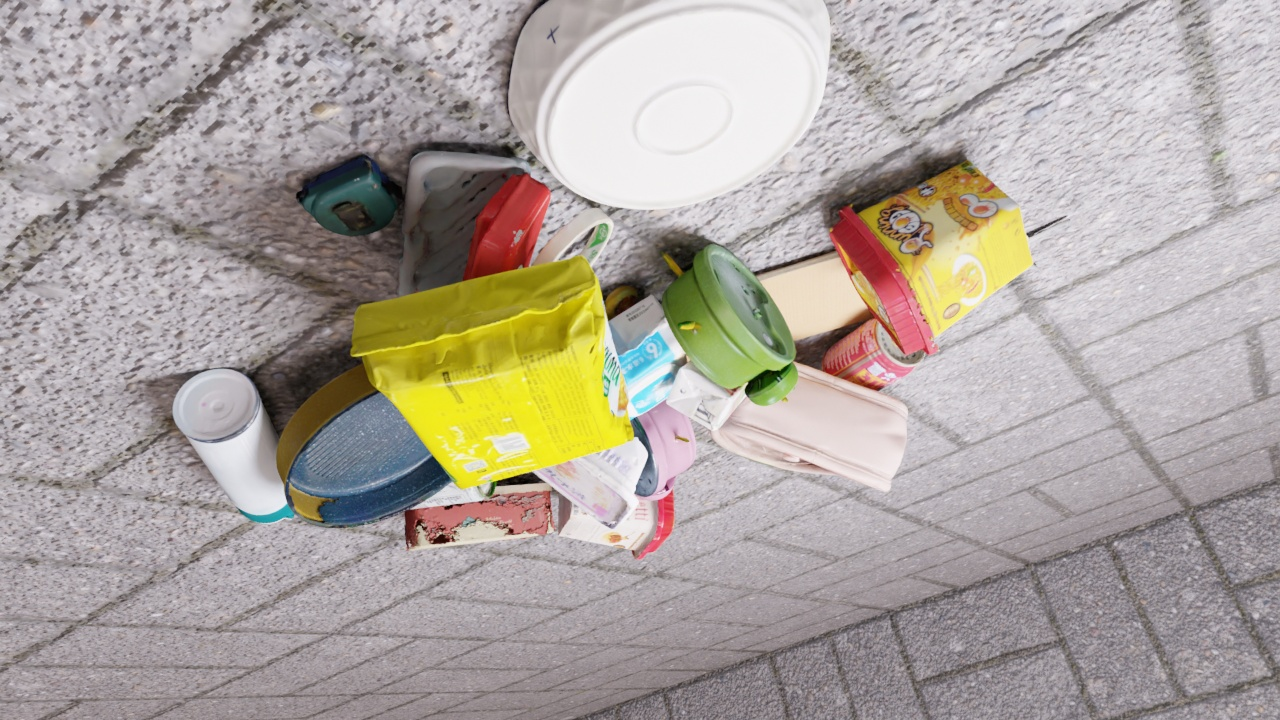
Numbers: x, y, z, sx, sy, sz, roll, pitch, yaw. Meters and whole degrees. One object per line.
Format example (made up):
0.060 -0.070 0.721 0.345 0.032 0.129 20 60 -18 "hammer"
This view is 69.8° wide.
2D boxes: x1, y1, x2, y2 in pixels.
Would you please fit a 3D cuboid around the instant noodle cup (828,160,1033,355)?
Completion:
0.237 -0.087 0.742 0.124 0.116 0.116 -31 134 8 "instant noodle cup"

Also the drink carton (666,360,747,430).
0.073 0.015 0.825 0.122 0.053 0.046 -37 155 -58 "drink carton"

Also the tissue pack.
-0.005 0.005 0.814 0.090 0.063 0.140 -33 163 -4 "tissue pack"

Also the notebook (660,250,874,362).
0.133 -0.049 0.877 0.211 0.012 0.149 -17 154 5 "notebook"

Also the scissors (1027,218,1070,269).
0.323 -0.094 0.881 0.173 0.012 0.163 6 145 -37 "scissors"

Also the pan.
-0.157 0.033 0.814 0.357 0.078 0.197 -41 152 3 "pan"

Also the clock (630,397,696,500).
0.001 0.084 0.953 0.059 0.117 0.159 -23 159 -27 "clock"

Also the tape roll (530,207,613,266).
-0.054 -0.076 0.679 0.085 0.014 0.086 -46 171 -9 "tape roll"

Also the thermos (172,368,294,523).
-0.363 0.089 0.841 0.073 0.073 0.225 -7 153 -13 "thermos"

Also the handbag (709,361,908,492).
0.158 0.080 0.997 0.193 0.093 0.234 21 164 -6 "handbag"

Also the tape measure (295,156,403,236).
-0.188 -0.104 0.602 0.058 0.025 0.054 -19 151 12 "tape measure"

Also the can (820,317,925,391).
0.238 -0.004 0.938 0.066 0.066 0.094 0 157 -26 "can"

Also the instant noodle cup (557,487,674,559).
-0.033 0.172 1.119 0.124 0.116 0.117 8 148 -14 "instant noodle cup"

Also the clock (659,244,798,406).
0.082 -0.025 0.764 0.056 0.116 0.161 -36 130 24 "clock"

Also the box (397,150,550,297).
-0.134 -0.068 0.664 0.098 0.095 0.202 26 145 -2 "box"

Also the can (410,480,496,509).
-0.228 0.124 0.953 0.147 0.058 0.058 -8 154 11 "can"

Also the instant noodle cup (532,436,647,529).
-0.054 0.090 0.871 0.060 0.138 0.174 -52 176 -18 "instant noodle cup"

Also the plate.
0.023 -0.163 0.570 0.205 0.045 0.205 -12 153 -6 "plate"

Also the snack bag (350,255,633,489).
-0.091 0.024 0.649 0.158 0.068 0.247 -13 153 0 "snack bag"

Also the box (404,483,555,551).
-0.190 0.193 1.086 0.168 0.077 0.091 -2 166 -24 "box"
